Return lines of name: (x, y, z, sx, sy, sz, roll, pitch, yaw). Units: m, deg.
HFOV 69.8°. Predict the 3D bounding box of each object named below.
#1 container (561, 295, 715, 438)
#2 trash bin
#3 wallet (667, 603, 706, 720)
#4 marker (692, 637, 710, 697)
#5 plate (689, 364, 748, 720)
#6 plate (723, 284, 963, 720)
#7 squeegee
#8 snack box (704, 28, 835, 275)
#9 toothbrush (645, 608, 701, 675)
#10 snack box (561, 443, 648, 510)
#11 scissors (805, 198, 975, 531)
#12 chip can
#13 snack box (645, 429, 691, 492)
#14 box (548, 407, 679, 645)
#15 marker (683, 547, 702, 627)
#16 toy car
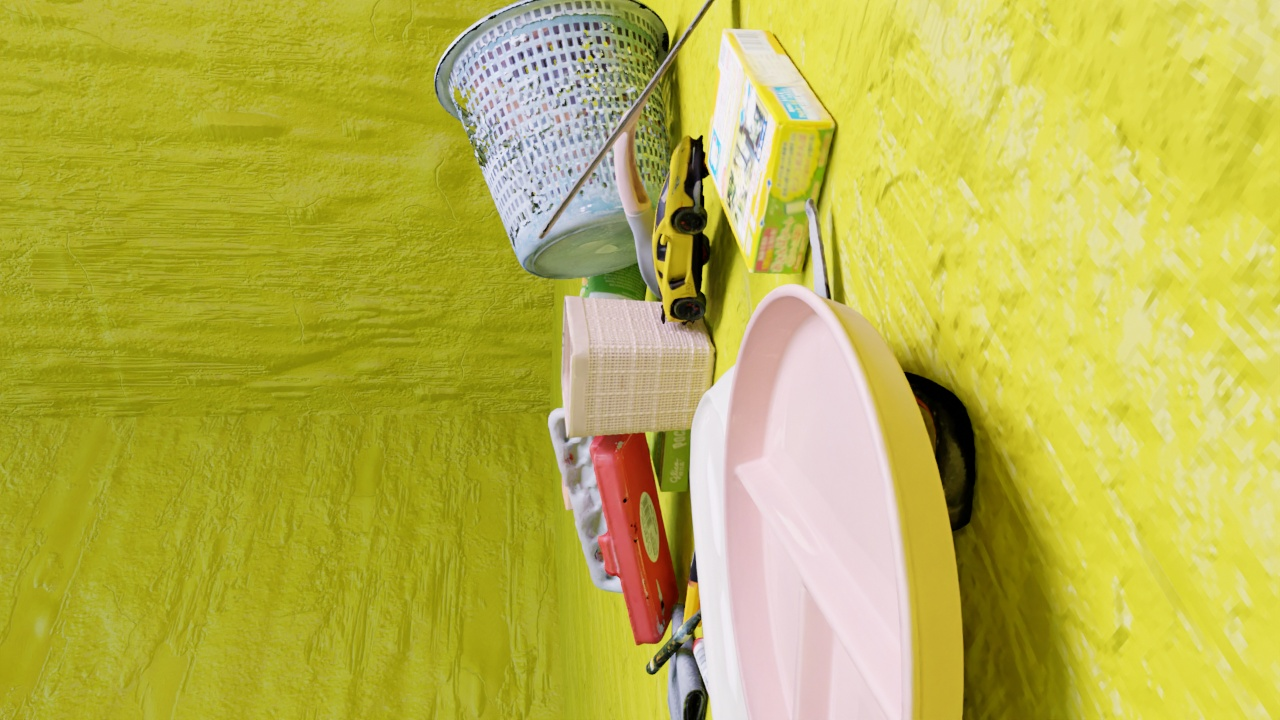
container: (-0.004, 0.004, 0.728, 0.089, 0.111, 0.090, -103, 15, -59)
trash bin: (-0.060, -0.189, 0.850, 0.227, 0.226, 0.195, 118, 139, -73)
wallet: (0.037, 0.286, 0.787, 0.097, 0.019, 0.121, -101, 12, -61)
marker: (0.057, 0.237, 0.639, 0.145, 0.017, 0.017, -120, 31, -74)
plate: (0.061, 0.125, 0.547, 0.162, 0.034, 0.265, 107, 161, -64)
plate: (0.070, 0.084, 0.363, 0.229, 0.028, 0.229, 177, 91, -83)
squeegee: (0.002, -0.119, 0.688, 0.247, 0.040, 0.250, -58, -20, -22)
snack box: (0.067, -0.120, 0.512, 0.140, 0.033, 0.087, -98, 11, -52)
toothbrush: (0.032, 0.220, 0.726, 0.186, 0.012, 0.017, 115, 172, -52)
snack box: (-0.042, 0.123, 1.057, 0.094, 0.092, 0.077, -143, 53, -80)
scissors: (0.087, 0.035, 0.411, 0.221, 0.021, 0.233, 163, 105, -81)
chip can: (-0.031, -0.041, 0.926, 0.072, 0.072, 0.235, 113, 166, -70)
snack box: (0.022, 0.044, 0.844, 0.156, 0.026, 0.086, -107, 18, -64)
box: (-0.031, 0.145, 0.812, 0.102, 0.101, 0.201, -53, -44, -59)
marker: (0.047, 0.157, 0.713, 0.018, 0.015, 0.124, -39, -41, -58)
toy car: (0.030, -0.092, 0.655, 0.156, 0.041, 0.071, 89, -174, -52)
